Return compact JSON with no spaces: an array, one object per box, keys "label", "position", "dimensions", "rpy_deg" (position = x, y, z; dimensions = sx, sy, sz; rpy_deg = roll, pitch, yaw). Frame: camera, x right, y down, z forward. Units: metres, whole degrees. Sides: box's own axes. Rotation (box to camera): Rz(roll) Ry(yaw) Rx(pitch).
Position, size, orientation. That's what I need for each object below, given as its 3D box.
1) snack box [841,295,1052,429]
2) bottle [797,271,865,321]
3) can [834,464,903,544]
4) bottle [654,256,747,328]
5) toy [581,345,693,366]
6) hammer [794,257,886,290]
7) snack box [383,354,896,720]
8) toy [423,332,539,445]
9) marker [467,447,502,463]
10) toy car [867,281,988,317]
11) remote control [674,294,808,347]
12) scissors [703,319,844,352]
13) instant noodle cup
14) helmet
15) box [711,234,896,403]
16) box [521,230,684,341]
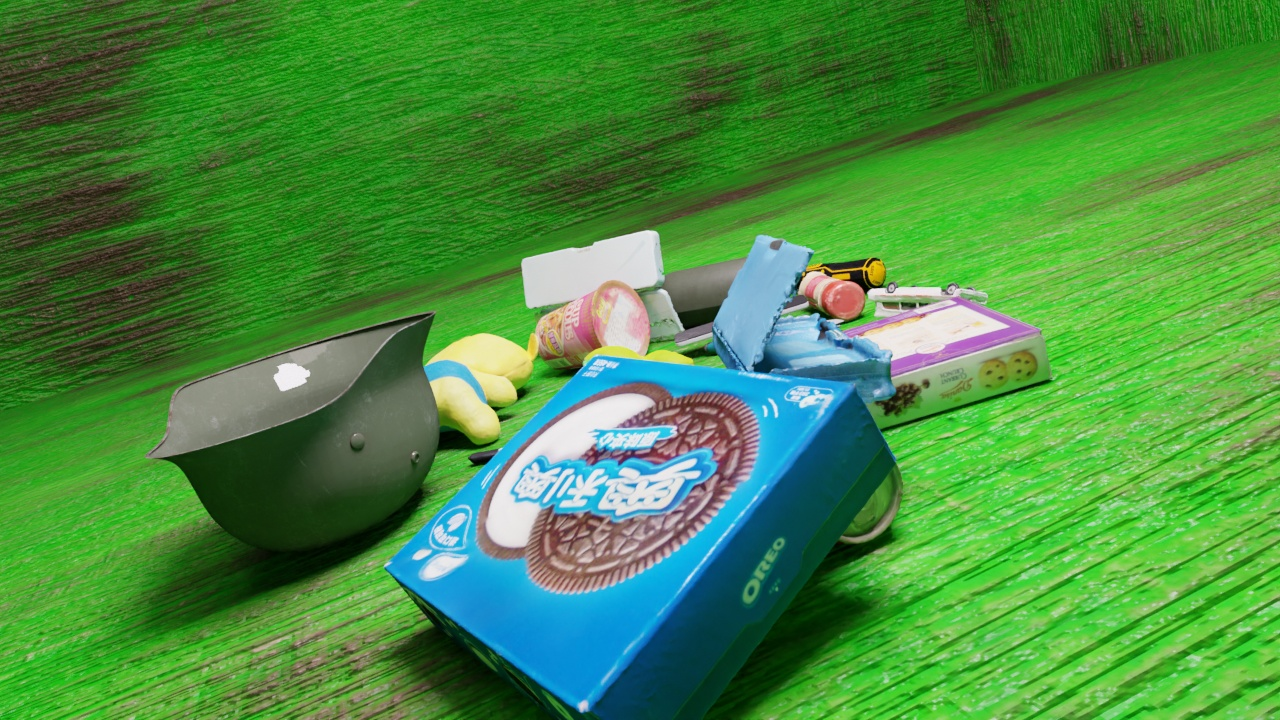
[{"label":"snack box","position":[0.215,-0.001,0.717],"dimensions":[0.143,0.040,0.148],"rpy_deg":[-17,14,0]},{"label":"bottle","position":[0.204,-0.070,0.989],"dimensions":[0.044,0.044,0.109],"rpy_deg":[-18,14,-4]},{"label":"can","position":[0.089,0.061,0.571],"dimensions":[0.067,0.067,0.170],"rpy_deg":[-21,15,-17]},{"label":"bottle","position":[0.072,-0.077,1.105],"dimensions":[0.207,0.071,0.071],"rpy_deg":[-9,16,29]},{"label":"toy","position":[-0.005,0.005,0.834],"dimensions":[0.093,0.036,0.094],"rpy_deg":[-6,12,-25]},{"label":"hammer","position":[0.181,-0.101,1.157],"dimensions":[0.123,0.036,0.321],"rpy_deg":[-24,14,-31]},{"label":"snack box","position":[-0.014,0.086,0.496],"dimensions":[0.195,0.056,0.239],"rpy_deg":[-46,27,-23]},{"label":"toy","position":[-0.192,0.026,0.992],"dimensions":[0.149,0.084,0.213],"rpy_deg":[-10,18,18]},{"label":"marker","position":[-0.087,0.077,0.826],"dimensions":[0.152,0.011,0.011],"rpy_deg":[-12,15,17]},{"label":"toy car","position":[0.267,-0.053,0.861],"dimensions":[0.039,0.039,0.113],"rpy_deg":[5,2,-32]},{"label":"remote control","position":[0.107,-0.043,0.983],"dimensions":[0.147,0.008,0.045],"rpy_deg":[-17,13,6]},{"label":"scissors","position":[0.134,-0.028,0.957],"dimensions":[0.128,0.019,0.153],"rpy_deg":[-20,14,-11]},{"label":"instant noodle cup","position":[-0.061,-0.033,1.060],"dimensions":[0.109,0.098,0.097],"rpy_deg":[-14,13,39]},{"label":"helmet","position":[-0.264,0.070,0.757],"dimensions":[0.227,0.154,0.267],"rpy_deg":[-12,10,20]},{"label":"box","position":[0.101,-0.038,0.640],"dimensions":[0.094,0.102,0.231],"rpy_deg":[-4,10,1]},{"label":"box","position":[-0.051,-0.077,1.109],"dimensions":[0.198,0.136,0.049],"rpy_deg":[-7,17,34]}]
